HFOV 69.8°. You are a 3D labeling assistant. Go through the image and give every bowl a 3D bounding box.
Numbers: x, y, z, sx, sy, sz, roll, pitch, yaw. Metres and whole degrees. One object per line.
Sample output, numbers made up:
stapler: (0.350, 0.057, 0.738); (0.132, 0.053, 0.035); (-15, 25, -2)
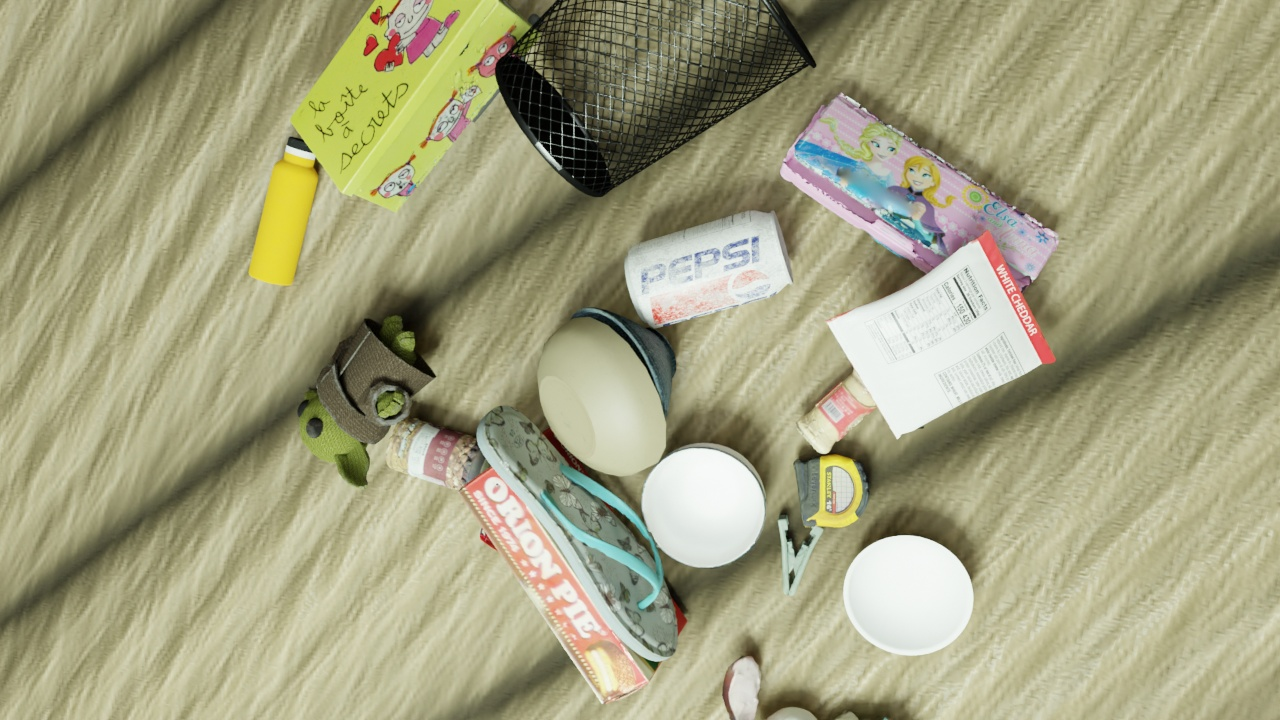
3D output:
bowl: (0.240, 0.205, 0.830); (0.110, 0.040, 0.110); (2, 98, 13)
bowl: (-0.005, 0.005, 0.841); (0.137, 0.057, 0.137); (35, 140, 36)
bowl: (-0.046, 0.040, 0.822); (0.152, 0.050, 0.153); (35, 140, 36)
bowl: (0.062, 0.128, 0.849); (0.113, 0.063, 0.113); (2, 98, 13)

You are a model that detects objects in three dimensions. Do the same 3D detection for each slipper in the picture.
slipper: (-0.038, 0.141, 0.813); (0.055, 0.098, 0.269); (-37, 92, 26)

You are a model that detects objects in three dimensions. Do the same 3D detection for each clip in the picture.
clip: (0.145, 0.184, 0.860); (0.059, 0.023, 0.076); (11, 98, 13)

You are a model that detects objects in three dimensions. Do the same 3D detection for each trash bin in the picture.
trash bin: (0.005, -0.255, 0.758); (0.211, 0.183, 0.184); (-34, 89, 21)

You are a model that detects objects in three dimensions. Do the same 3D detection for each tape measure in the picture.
tape measure: (0.176, 0.118, 0.833); (0.064, 0.037, 0.065); (-10, 78, 15)

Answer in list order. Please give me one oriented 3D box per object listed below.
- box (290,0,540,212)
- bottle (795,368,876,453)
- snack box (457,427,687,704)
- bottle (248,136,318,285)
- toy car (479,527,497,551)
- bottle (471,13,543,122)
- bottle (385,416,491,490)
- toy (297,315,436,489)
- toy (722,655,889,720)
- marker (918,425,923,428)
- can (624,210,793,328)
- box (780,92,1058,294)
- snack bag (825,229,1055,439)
box: (-0.208, -0.256, 0.832); (0.221, 0.080, 0.124); (-44, 62, 14)
bottle: (0.189, 0.035, 0.818); (0.044, 0.044, 0.109); (46, 105, 4)
snack box: (-0.058, 0.186, 0.856); (0.060, 0.113, 0.236); (-35, 89, 25)
bottle: (-0.354, -0.150, 0.918); (0.043, 0.043, 0.144); (20, 102, 10)
toy car: (-0.116, 0.183, 0.915); (0.091, 0.036, 0.042); (28, 102, 2)
bottle: (-0.131, -0.276, 0.856); (0.030, 0.030, 0.113); (45, 105, 4)
bottle: (-0.192, 0.096, 0.908); (0.105, 0.056, 0.056); (16, 101, 11)
toy: (-0.270, 0.029, 0.888); (0.153, 0.078, 0.179); (-51, 44, 2)
toy: (0.169, 0.362, 0.857); (0.205, 0.130, 0.106); (8, 138, -3)
marker: (0.252, -0.010, 0.811); (0.016, 0.016, 0.140); (7, 99, 12)
can: (0.060, -0.082, 0.814); (0.136, 0.078, 0.078); (-15, 94, 14)
box: (0.234, -0.134, 0.772); (0.230, 0.053, 0.084); (36, 88, 6)
snack bag: (0.248, -0.016, 0.755); (0.144, 0.039, 0.131); (-30, 108, 15)
